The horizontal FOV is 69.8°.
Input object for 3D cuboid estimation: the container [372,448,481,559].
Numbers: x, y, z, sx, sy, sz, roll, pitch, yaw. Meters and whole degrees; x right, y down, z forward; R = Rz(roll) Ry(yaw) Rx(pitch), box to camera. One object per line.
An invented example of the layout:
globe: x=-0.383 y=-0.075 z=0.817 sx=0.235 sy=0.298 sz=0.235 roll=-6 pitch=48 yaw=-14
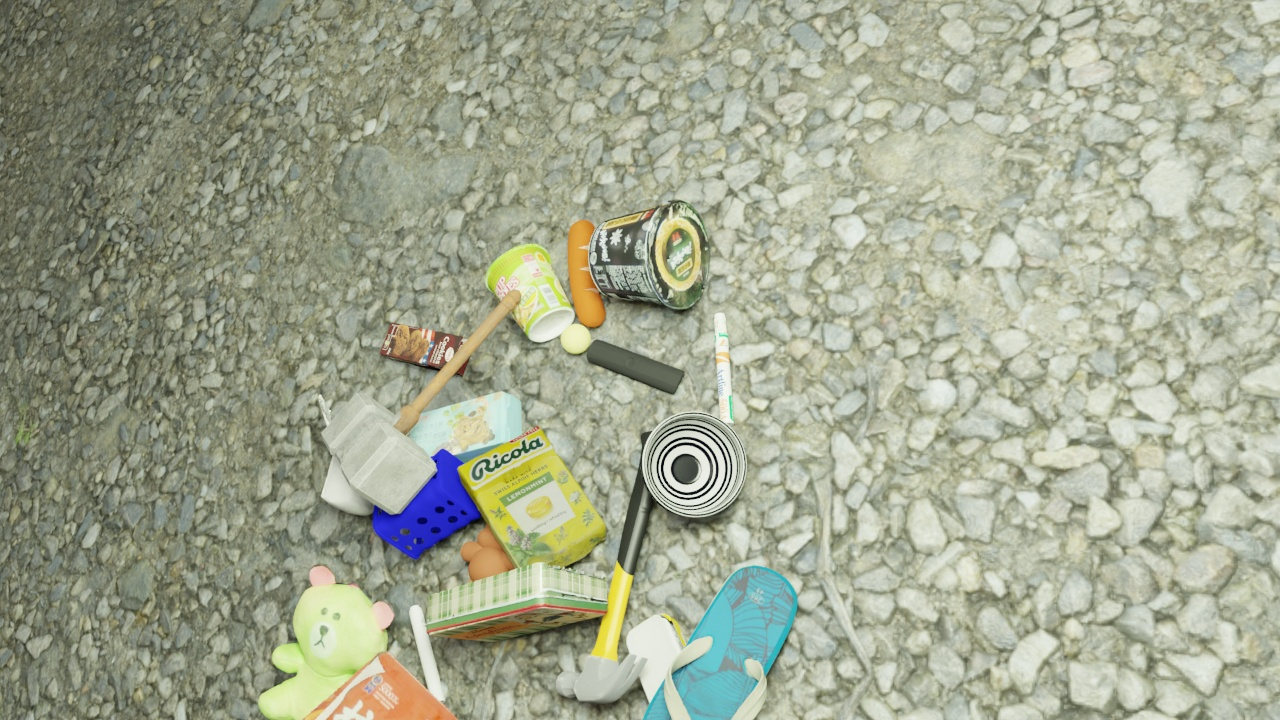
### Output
container: x=-0.277 y=0.186 z=1.201 sx=0.114 sy=0.084 sz=0.085 roll=-33 pitch=38 yaw=15

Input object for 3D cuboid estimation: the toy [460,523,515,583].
toy: x=-0.177 y=0.234 z=1.165 sx=0.095 sy=0.065 sz=0.127 roll=4 pitch=62 yaw=25

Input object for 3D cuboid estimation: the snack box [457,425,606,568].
snack box: x=-0.134 y=0.177 z=1.138 sx=0.121 sy=0.045 sz=0.181 roll=-27 pitch=56 yaw=-19

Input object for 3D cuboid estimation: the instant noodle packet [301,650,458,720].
instant noodle packet: x=-0.332 y=0.475 z=1.101 sx=0.221 sy=0.084 sz=0.164 roll=-42 pitch=96 yaw=-4

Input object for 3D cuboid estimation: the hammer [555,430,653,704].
hammer: x=-0.016 y=0.235 z=1.074 sx=0.127 sy=0.029 sz=0.323 roll=-12 pitch=57 yaw=51

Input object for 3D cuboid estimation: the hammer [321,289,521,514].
hammer: x=-0.263 y=0.029 z=1.192 sx=0.317 sy=0.083 sz=0.163 roll=-49 pitch=37 yaw=-5

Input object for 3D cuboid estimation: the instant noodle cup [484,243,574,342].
instant noodle cup: x=-0.146 y=-0.087 z=1.254 sx=0.099 sy=0.099 sz=0.108 roll=-37 pitch=65 yaw=10

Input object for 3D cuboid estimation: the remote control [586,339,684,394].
remote control: x=-0.007 y=0.007 z=1.185 sx=0.147 sy=0.015 sz=0.033 roll=21 pitch=81 yaw=32

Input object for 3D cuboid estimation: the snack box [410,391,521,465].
snack box: x=-0.245 y=0.101 z=1.249 sx=0.175 sy=0.053 sz=0.074 roll=-15 pitch=62 yaw=21

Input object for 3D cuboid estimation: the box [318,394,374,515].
box: x=-0.418 y=0.132 z=1.295 sx=0.126 sy=0.084 sz=0.155 roll=13 pitch=72 yaw=-2

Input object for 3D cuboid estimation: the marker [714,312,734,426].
marker: x=0.102 y=0.010 z=1.126 sx=0.017 sy=0.017 sz=0.145 roll=-12 pitch=66 yaw=23

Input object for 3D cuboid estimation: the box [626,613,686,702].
box: x=0.047 y=0.379 z=0.996 sx=0.064 sy=0.037 sz=0.209 roll=-34 pitch=59 yaw=14

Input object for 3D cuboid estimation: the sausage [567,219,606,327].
sausage: x=-0.076 y=-0.119 z=1.257 sx=0.044 sy=0.039 sz=0.164 roll=-18 pitch=63 yaw=20

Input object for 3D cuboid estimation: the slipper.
slipper: x=0.074 y=0.343 z=0.948 sx=0.118 sy=0.060 sz=0.294 roll=19 pitch=68 yaw=25

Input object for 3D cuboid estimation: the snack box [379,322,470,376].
snack box: x=-0.314 y=-0.017 z=1.344 sx=0.141 sy=0.031 sz=0.051 roll=11 pitch=76 yaw=30

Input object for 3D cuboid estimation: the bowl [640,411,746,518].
bowl: x=0.058 y=0.123 z=1.067 sx=0.120 sy=0.066 sz=0.120 roll=1 pitch=77 yaw=-6

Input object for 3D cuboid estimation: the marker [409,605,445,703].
marker: x=-0.275 y=0.375 z=1.174 sx=0.017 sy=0.020 sz=0.133 roll=-27 pitch=60 yaw=4

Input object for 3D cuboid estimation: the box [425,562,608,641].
box: x=-0.144 y=0.285 z=1.062 sx=0.206 sy=0.117 sz=0.050 roll=-22 pitch=57 yaw=34

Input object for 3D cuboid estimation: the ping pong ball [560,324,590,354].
ping pong ball: x=-0.086 y=-0.029 z=1.226 sx=0.040 sy=0.040 sz=0.040 roll=-10 pitch=66 yaw=24

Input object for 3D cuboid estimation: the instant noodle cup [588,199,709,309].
instant noodle cup: x=0.006 y=-0.132 z=1.171 sx=0.112 sy=0.137 sz=0.137 roll=1 pitch=71 yaw=37

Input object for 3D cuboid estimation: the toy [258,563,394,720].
toy: x=-0.398 y=0.384 z=1.190 sx=0.150 sy=0.107 sz=0.196 roll=22 pitch=72 yaw=13
